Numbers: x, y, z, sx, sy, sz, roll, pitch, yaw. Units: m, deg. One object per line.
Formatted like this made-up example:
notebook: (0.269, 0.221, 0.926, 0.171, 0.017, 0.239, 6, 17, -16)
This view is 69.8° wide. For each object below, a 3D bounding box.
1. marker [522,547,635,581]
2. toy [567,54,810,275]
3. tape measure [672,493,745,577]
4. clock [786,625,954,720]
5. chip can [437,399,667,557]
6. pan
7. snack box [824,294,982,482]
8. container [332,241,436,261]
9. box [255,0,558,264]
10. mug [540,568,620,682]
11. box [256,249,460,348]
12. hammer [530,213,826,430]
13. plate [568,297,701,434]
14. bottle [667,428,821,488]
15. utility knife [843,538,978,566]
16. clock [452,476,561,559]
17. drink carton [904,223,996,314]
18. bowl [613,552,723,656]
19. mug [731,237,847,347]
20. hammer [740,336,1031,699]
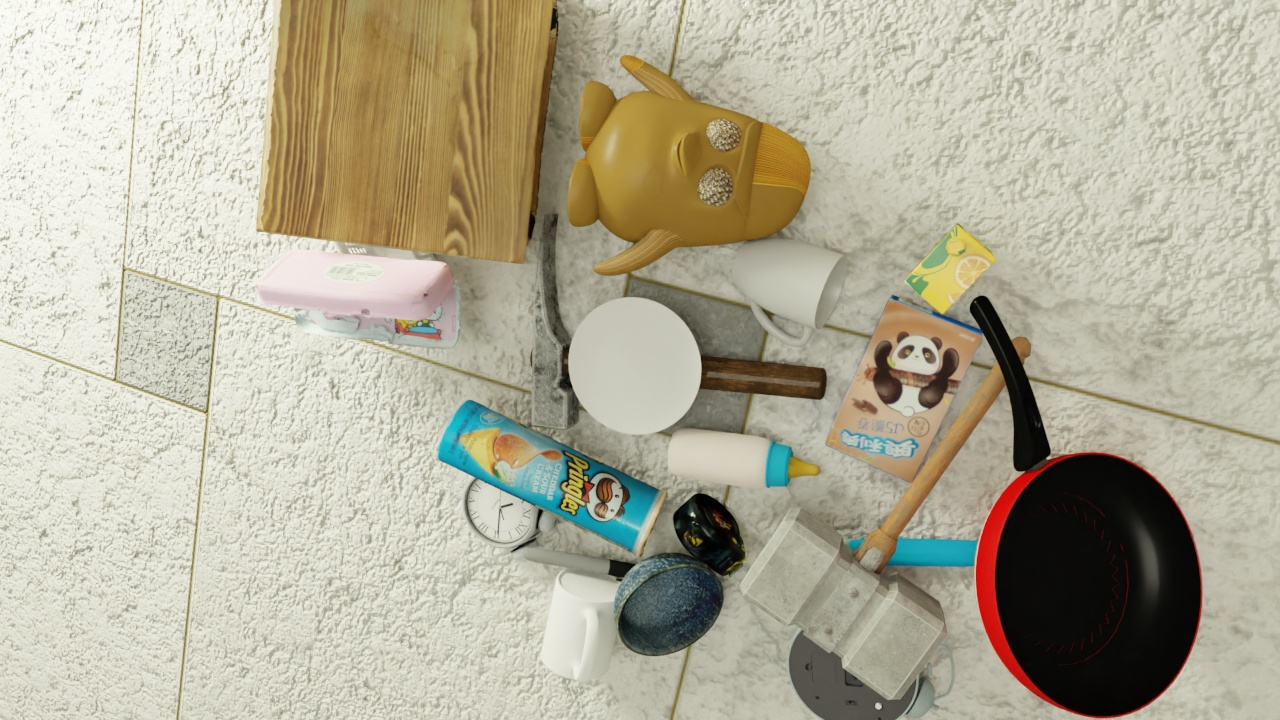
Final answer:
marker: (-0.057, 0.216, 0.967, 0.138, 0.016, 0.022, 8, 72, 2)
toy: (0.047, -0.166, 0.814, 0.203, 0.162, 0.198, 8, 91, 7)
tape measure: (0.066, 0.168, 0.903, 0.071, 0.072, 0.042, 33, 116, -18)
clock: (0.219, 0.292, 0.885, 0.159, 0.045, 0.122, 0, 99, 18)
chip can: (-0.088, 0.118, 0.930, 0.229, 0.079, 0.080, 25, 106, 6)
pan: (0.334, 0.114, 0.748, 0.208, 0.067, 0.356, -27, 91, -19)
snack box: (0.238, 0.026, 0.837, 0.087, 0.034, 0.151, 24, 107, 13)
container: (-0.270, -0.117, 0.983, 0.081, 0.049, 0.129, -31, 88, 21)
box: (-0.203, -0.241, 0.867, 0.257, 0.215, 0.279, 6, 95, -14)
mug: (-0.058, 0.280, 0.946, 0.073, 0.110, 0.090, 10, 104, -10)
box: (-0.281, -0.056, 0.943, 0.202, 0.087, 0.095, 6, 134, 18)
hammer: (0.033, -0.029, 0.900, 0.301, 0.037, 0.218, 5, 101, 18)
plate: (-0.005, 0.005, 0.892, 0.135, 0.011, 0.134, 3, 100, 17)
bottle: (0.101, 0.097, 0.889, 0.146, 0.051, 0.051, 6, 101, 18)
utility knife: (0.270, 0.183, 0.864, 0.174, 0.015, 0.031, -1, 102, 18)
clock: (-0.138, 0.163, 0.992, 0.122, 0.035, 0.095, 41, 110, 9)
drink carton: (0.258, -0.079, 0.765, 0.041, 0.122, 0.058, 43, 110, 8)
bowl: (0.021, 0.236, 0.929, 0.114, 0.060, 0.114, -9, 119, -17)
mug: (0.132, -0.062, 0.850, 0.089, 0.071, 0.107, 23, 134, 22)
hammer: (0.241, 0.114, 0.799, 0.163, 0.082, 0.318, 34, 100, 12)
